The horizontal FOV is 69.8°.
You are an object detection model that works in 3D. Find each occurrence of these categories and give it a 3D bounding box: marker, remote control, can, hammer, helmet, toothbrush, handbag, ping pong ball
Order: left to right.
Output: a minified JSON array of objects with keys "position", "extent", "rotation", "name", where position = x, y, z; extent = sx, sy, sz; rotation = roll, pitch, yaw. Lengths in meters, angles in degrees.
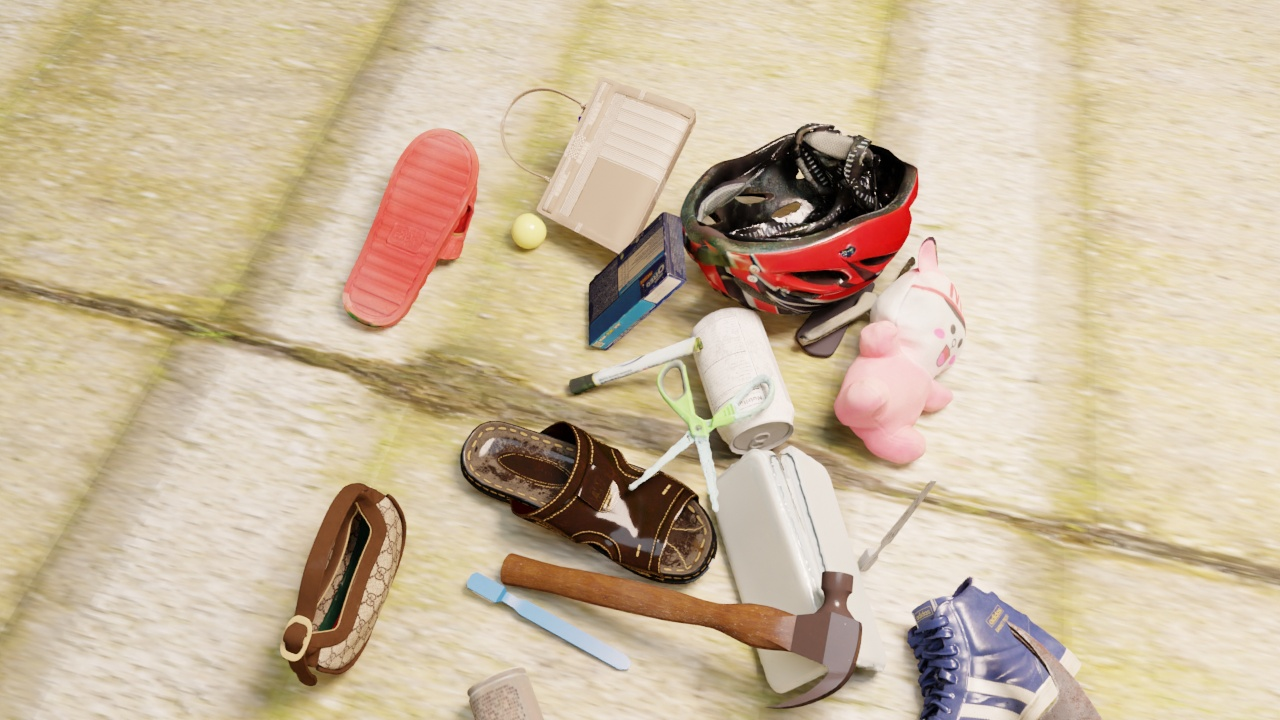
[{"position":[-0.259,0.187,0.782],"extent":[0.063,0.138,0.166],"rotation":[13,60,8],"name":"handbag"},{"position":[-0.096,0.325,0.750],"extent":[0.054,0.054,0.135],"rotation":[-20,61,-13],"name":"can"},{"position":[-0.127,-0.148,1.047],"extent":[0.040,0.040,0.040],"rotation":[1,58,-1],"name":"ping pong ball"},{"position":[-0.084,0.237,0.831],"extent":[0.166,0.014,0.016],"rotation":[26,61,9],"name":"toothbrush"},{"position":[-0.065,-0.235,1.024],"extent":[0.198,0.062,0.175],"rotation":[26,93,4],"name":"handbag"},{"position":[-0.006,0.005,0.936],"extent":[0.147,0.017,0.017],"rotation":[-19,58,16],"name":"marker"},{"position":[0.024,0.211,0.784],"extent":[0.323,0.033,0.115],"rotation":[7,72,23],"name":"hammer"},{"position":[0.102,0.020,0.927],"extent":[0.078,0.078,0.136],"rotation":[-11,59,-8],"name":"can"},{"position":[0.165,-0.143,0.969],"extent":[0.271,0.167,0.217],"rotation":[-28,41,-28],"name":"helmet"},{"position":[0.214,-0.052,1.013],"extent":[0.046,0.009,0.124],"rotation":[29,63,15],"name":"remote control"},{"position":[0.189,0.309,0.703],"extent":[0.315,0.035,0.137],"rotation":[-25,46,14],"name":"hammer"},{"position":[0.220,0.142,0.794],"extent":[0.010,0.182,0.010],"rotation":[-2,55,-9],"name":"toothbrush"}]

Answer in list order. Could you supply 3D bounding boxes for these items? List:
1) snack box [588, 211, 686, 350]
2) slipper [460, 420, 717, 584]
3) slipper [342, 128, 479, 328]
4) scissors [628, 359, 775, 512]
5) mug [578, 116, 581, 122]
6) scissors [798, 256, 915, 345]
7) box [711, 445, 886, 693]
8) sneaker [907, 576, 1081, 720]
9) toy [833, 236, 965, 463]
[{"position":[-0.007,-0.079,0.950],"extent":[0.027,0.151,0.082],"rotation":[15,56,-29],"name":"snack box"},{"position":[-0.051,0.122,0.862],"extent":[0.268,0.076,0.112],"rotation":[23,61,13],"name":"slipper"},{"position":[-0.249,-0.144,1.033],"extent":[0.103,0.059,0.248],"rotation":[18,75,9],"name":"slipper"},{"position":[0.059,0.063,0.853],"extent":[0.167,0.023,0.171],"rotation":[-14,55,-1],"name":"scissors"},{"position":[-0.028,-0.235,1.088],"extent":[0.083,0.079,0.111],"rotation":[-4,87,-4],"name":"mug"},{"position":[0.254,-0.041,0.998],"extent":[0.179,0.015,0.187],"rotation":[3,66,-13],"name":"scissors"},{"position":[0.162,0.186,0.840],"extent":[0.124,0.107,0.215],"rotation":[2,58,-31],"name":"box"},{"position":[0.248,0.277,0.764],"extent":[0.232,0.092,0.118],"rotation":[-34,69,-21],"name":"sneaker"},{"position":[0.269,-0.010,0.930],"extent":[0.084,0.142,0.212],"rotation":[6,58,47],"name":"toy"}]
